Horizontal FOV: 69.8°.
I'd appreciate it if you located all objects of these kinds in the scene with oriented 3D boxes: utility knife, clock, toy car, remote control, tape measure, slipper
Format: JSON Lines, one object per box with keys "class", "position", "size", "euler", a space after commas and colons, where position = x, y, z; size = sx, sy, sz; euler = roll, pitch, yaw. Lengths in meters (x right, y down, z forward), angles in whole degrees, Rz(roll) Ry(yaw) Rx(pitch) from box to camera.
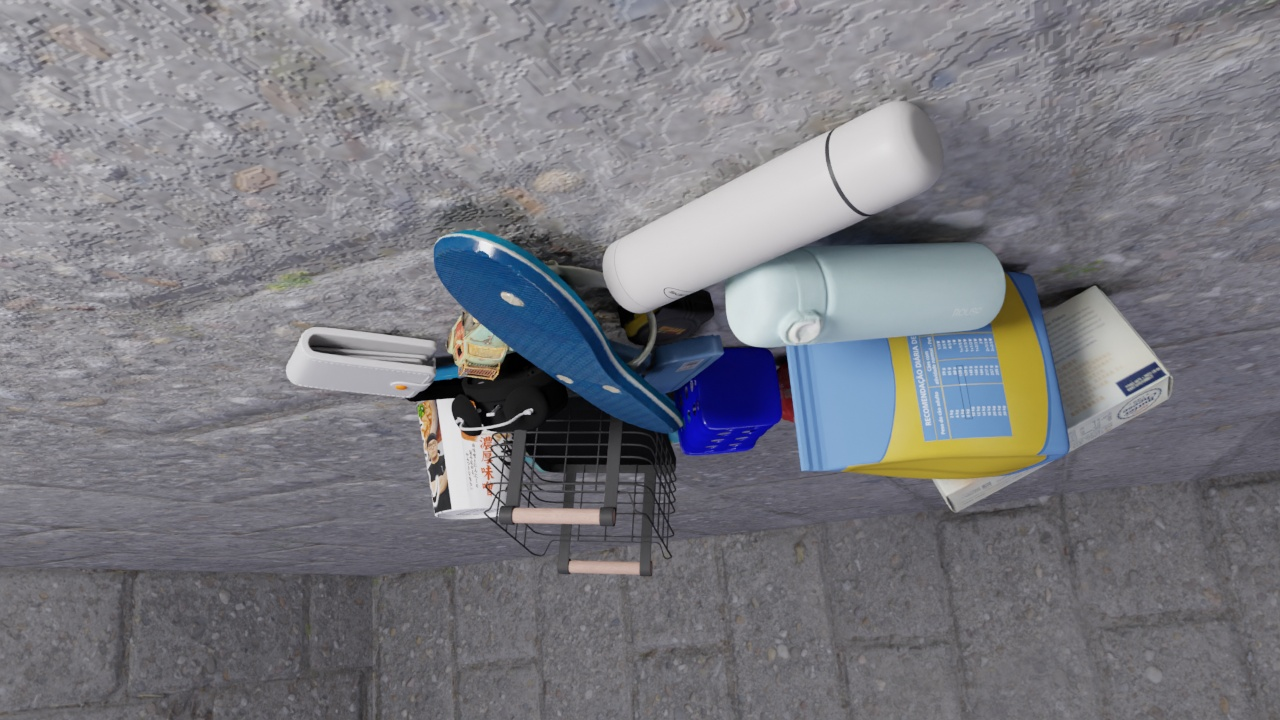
{"class": "utility knife", "position": [-0.125, 0.001, 0.854], "size": [0.175, 0.015, 0.031], "euler": [-8, 167, 4]}
{"class": "clock", "position": [-0.110, 0.030, 0.784], "size": [0.091, 0.042, 0.120], "euler": [-8, -160, 21]}
{"class": "toy car", "position": [-0.129, -0.011, 0.751], "size": [0.047, 0.047, 0.112], "euler": [5, 161, -21]}
{"class": "remote control", "position": [-0.153, 0.027, 0.894], "size": [0.150, 0.022, 0.047], "euler": [-4, -173, -4]}
{"class": "tape measure", "position": [0.017, -0.038, 0.720], "size": [0.067, 0.038, 0.063], "euler": [6, 153, -42]}
{"class": "slipper", "position": [-0.048, -0.025, 0.673], "size": [0.118, 0.060, 0.295], "euler": [8, 158, 32]}

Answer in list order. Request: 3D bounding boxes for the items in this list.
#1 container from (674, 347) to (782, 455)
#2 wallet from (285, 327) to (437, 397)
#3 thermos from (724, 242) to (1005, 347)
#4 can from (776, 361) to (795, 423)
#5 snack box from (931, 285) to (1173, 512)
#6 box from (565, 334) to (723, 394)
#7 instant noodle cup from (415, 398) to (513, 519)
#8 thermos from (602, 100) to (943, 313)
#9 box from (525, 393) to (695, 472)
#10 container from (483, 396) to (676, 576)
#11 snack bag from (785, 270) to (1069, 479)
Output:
{"class": "container", "position": [0.087, 0.042, 0.932], "size": [0.085, 0.084, 0.114], "euler": [-3, 163, -9]}
{"class": "wallet", "position": [-0.244, 0.008, 0.804], "size": [0.118, 0.037, 0.116], "euler": [8, 160, -26]}
{"class": "thermos", "position": [0.154, -0.046, 0.628], "size": [0.206, 0.078, 0.065], "euler": [-5, 132, -27]}
{"class": "can", "position": [0.215, 0.019, 0.917], "size": [0.170, 0.067, 0.067], "euler": [-14, 162, 30]}
{"class": "snack box", "position": [0.339, 0.035, 0.811], "size": [0.208, 0.104, 0.057], "euler": [-32, 147, 12]}
{"class": "box", "position": [-0.005, 0.011, 0.846], "size": [0.127, 0.034, 0.209], "euler": [0, 168, -10]}
{"class": "instant noodle cup", "position": [-0.184, 0.108, 1.013], "size": [0.123, 0.121, 0.124], "euler": [-4, 164, -1]}
{"class": "thermos", "position": [0.069, -0.085, 0.542], "size": [0.052, 0.052, 0.225], "euler": [10, 158, -42]}
{"class": "box", "position": [-0.033, 0.087, 1.092], "size": [0.228, 0.071, 0.181], "euler": [-16, 159, 33]}
{"class": "container", "position": [-0.055, 0.137, 0.963], "size": [0.163, 0.130, 0.241], "euler": [-1, 156, 10]}
{"class": "snack bag", "position": [0.214, 0.012, 0.728], "size": [0.205, 0.158, 0.102], "euler": [1, 161, -14]}
